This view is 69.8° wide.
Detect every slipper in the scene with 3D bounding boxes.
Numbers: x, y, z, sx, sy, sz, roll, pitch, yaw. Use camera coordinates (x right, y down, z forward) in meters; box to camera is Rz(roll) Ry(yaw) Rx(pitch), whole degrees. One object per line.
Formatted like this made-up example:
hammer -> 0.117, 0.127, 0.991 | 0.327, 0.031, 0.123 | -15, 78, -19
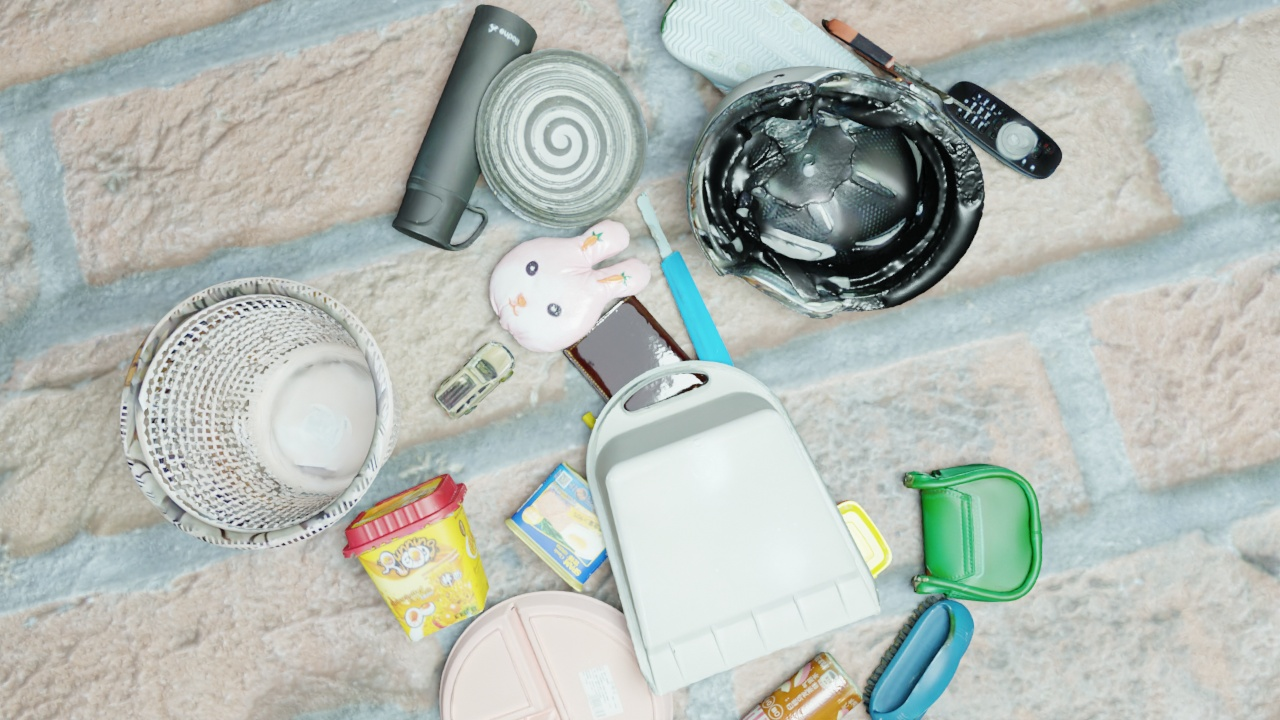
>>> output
slipper -> 0.135, -0.302, 0.940 | 0.245, 0.074, 0.104 | 25, 84, -13

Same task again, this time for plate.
plate -> -0.081, -0.224, 0.939 | 0.179, 0.024, 0.179 | -2, 97, -17
plate -> -0.083, 0.336, 0.882 | 0.229, 0.028, 0.229 | 0, 95, 3

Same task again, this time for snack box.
snack box -> 0.182, 0.182, 0.886 | 0.091, 0.080, 0.082 | -33, 86, -2

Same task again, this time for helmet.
helmet -> 0.169, -0.173, 0.875 | 0.274, 0.156, 0.231 | 10, 120, -15

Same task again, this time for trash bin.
trash bin -> -0.318, 0.051, 0.848 | 0.227, 0.192, 0.227 | 0, 85, 0

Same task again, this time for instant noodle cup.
instant noodle cup -> -0.206, 0.190, 0.882 | 0.116, 0.116, 0.123 | -24, 96, -2

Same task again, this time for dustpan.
dustpan -> 0.066, 0.133, 0.863 | 0.222, 0.142, 0.258 | -20, 97, -2

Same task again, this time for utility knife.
utility knife -> 0.043, -0.077, 0.942 | 0.034, 0.018, 0.216 | -18, 82, -35

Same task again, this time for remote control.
remote control -> 0.372, -0.237, 0.951 | 0.136, 0.024, 0.053 | 38, 85, 3

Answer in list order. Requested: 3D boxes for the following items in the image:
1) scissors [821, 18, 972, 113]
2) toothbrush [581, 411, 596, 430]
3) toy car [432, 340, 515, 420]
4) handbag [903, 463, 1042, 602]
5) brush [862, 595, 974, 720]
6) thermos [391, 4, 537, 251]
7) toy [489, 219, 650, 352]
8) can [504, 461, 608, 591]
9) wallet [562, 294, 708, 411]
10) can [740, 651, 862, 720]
scissors -> 0.239, -0.282, 0.873 | 0.204, 0.202, 0.015 | 39, 110, 9
toothbrush -> 0.011, 0.122, 0.927 | 0.016, 0.016, 0.190 | -44, 85, -8
toy car -> -0.168, 0.019, 0.930 | 0.090, 0.035, 0.042 | -42, 87, -5
handbag -> 0.320, 0.167, 0.892 | 0.120, 0.068, 0.131 | -3, 84, 1
brush -> 0.271, 0.294, 0.878 | 0.055, 0.073, 0.144 | 35, 86, -3
thermos -> -0.172, -0.233, 0.945 | 0.090, 0.068, 0.242 | 22, 87, -29
toy -> -0.074, -0.080, 0.927 | 0.159, 0.054, 0.121 | -30, 74, -2
can -> -0.068, 0.162, 0.905 | 0.102, 0.057, 0.083 | 42, 84, 4
wallet -> -0.006, 0.005, 0.937 | 0.096, 0.020, 0.122 | -41, 86, 1
can -> 0.141, 0.347, 0.883 | 0.147, 0.058, 0.058 | -39, 85, -3
